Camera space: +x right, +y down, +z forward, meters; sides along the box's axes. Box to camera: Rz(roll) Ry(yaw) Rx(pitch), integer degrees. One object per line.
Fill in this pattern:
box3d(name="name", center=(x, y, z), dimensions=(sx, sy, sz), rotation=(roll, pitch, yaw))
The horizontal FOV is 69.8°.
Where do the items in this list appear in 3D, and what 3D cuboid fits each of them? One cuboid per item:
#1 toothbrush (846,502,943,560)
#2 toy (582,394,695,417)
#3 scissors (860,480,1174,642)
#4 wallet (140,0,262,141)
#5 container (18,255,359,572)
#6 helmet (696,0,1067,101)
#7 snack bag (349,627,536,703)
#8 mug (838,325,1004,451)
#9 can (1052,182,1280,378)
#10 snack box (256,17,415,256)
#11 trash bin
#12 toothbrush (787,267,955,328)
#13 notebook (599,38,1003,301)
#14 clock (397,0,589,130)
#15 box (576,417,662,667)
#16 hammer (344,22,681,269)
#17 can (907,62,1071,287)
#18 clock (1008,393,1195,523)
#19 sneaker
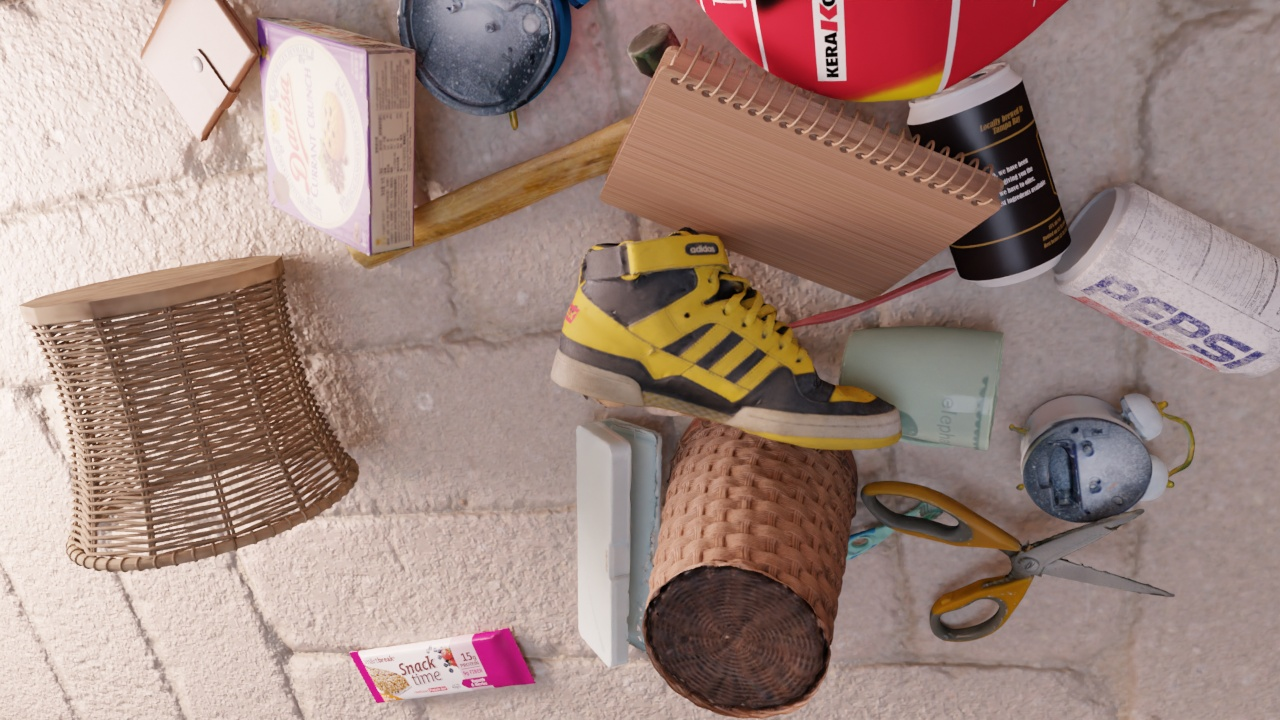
box3d(name="toothbrush", center=(0.186, 0.144, 0.748), dimensions=(0.135, 0.017, 0.022), rotation=(-31, 109, 25))
box3d(name="toy", center=(-0.004, 0.004, 0.705), dimensions=(0.106, 0.074, 0.085), rotation=(-12, 110, 14))
box3d(name="scissors", center=(0.266, 0.146, 0.691), dimensions=(0.226, 0.016, 0.226), rotation=(35, 136, -2))
box3d(name="wallet", center=(-0.342, -0.236, 0.707), dimensions=(0.121, 0.013, 0.087), rotation=(-31, 95, 40))
box3d(name="container", center=(-0.366, 0.030, 0.745), dimensions=(0.227, 0.226, 0.196), rotation=(-4, 105, 17))
box3d(name="helmet", center=(0.119, -0.273, 0.475), dimensions=(0.225, 0.197, 0.271), rotation=(-3, 119, 13))
box3d(name="snack bag", center=(-0.205, 0.313, 0.934), dimensions=(0.197, 0.016, 0.070), rotation=(-14, 107, 21))
box3d(name="mug", center=(0.201, 0.025, 0.662), dimensions=(0.104, 0.084, 0.111), rotation=(7, 144, 23))
box3d(name="can", center=(0.342, -0.050, 0.582), dimensions=(0.136, 0.078, 0.078), rotation=(28, 118, 2))
box3d(name="snack box", center=(-0.225, -0.168, 0.677), dimensions=(0.148, 0.040, 0.144), rotation=(26, 121, 35))
box3d(name="trash bin", center=(0.076, 0.133, 0.666), dimensions=(0.151, 0.209, 0.151), rotation=(6, 114, 13))
box3d(name="toothbrush", center=(0.140, -0.031, 0.657), dimensions=(0.185, 0.015, 0.016), rotation=(-22, 111, 40))
box3d(name="notebook", center=(0.092, -0.108, 0.575), dimensions=(0.210, 0.022, 0.169), rotation=(19, 159, -9))
box3d(name="clock", center=(-0.095, -0.246, 0.629), dimensions=(0.117, 0.060, 0.162), rotation=(33, 116, 1))
box3d(name="box", center=(-0.024, 0.149, 0.758), dimensions=(0.085, 0.070, 0.199), rotation=(8, 106, 31))
box3d(name="hammer", center=(-0.090, -0.127, 0.679), dimensions=(0.331, 0.033, 0.132), rotation=(-15, 138, 28))
box3d(name="can", center=(0.223, -0.117, 0.589), dimensions=(0.072, 0.071, 0.128), rotation=(-18, 107, 22))
box3d(name="clock", center=(0.328, 0.067, 0.651), dimensions=(0.118, 0.057, 0.083), rotation=(-8, 110, 19))
box3d(name="sneaker", center=(0.063, -0.020, 0.613), dimensions=(0.238, 0.086, 0.122), rotation=(11, 104, 7))
